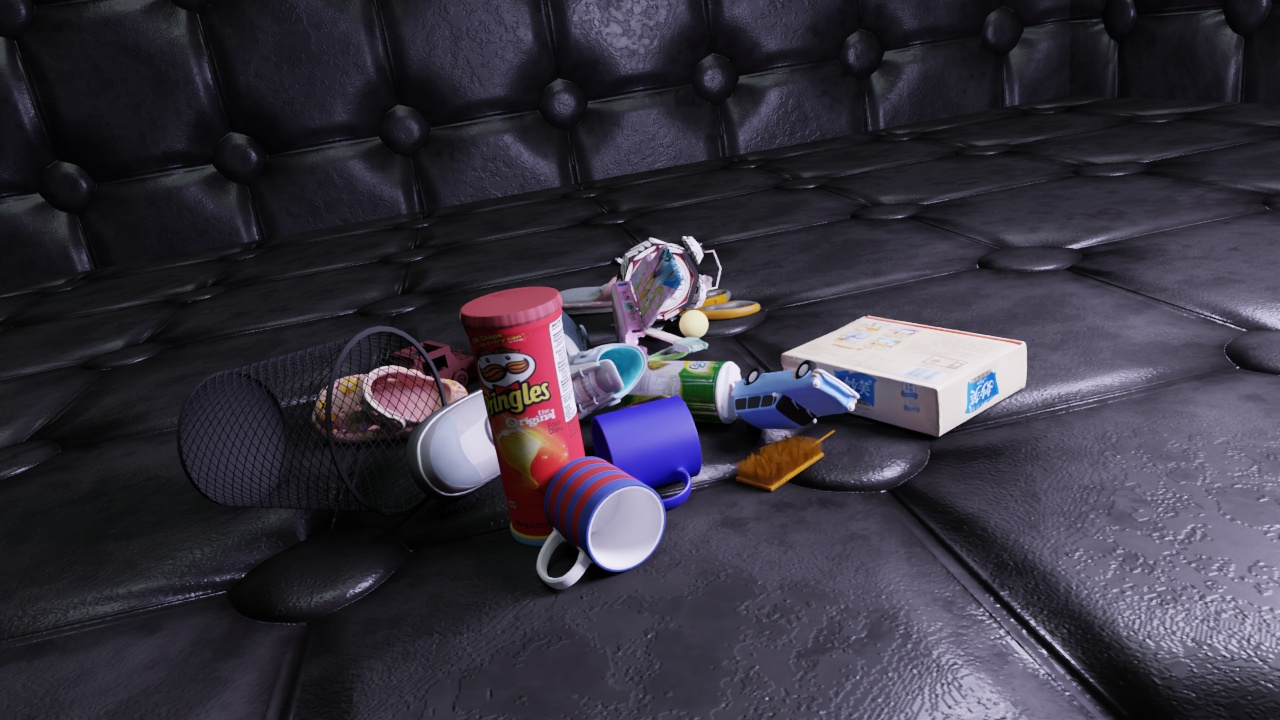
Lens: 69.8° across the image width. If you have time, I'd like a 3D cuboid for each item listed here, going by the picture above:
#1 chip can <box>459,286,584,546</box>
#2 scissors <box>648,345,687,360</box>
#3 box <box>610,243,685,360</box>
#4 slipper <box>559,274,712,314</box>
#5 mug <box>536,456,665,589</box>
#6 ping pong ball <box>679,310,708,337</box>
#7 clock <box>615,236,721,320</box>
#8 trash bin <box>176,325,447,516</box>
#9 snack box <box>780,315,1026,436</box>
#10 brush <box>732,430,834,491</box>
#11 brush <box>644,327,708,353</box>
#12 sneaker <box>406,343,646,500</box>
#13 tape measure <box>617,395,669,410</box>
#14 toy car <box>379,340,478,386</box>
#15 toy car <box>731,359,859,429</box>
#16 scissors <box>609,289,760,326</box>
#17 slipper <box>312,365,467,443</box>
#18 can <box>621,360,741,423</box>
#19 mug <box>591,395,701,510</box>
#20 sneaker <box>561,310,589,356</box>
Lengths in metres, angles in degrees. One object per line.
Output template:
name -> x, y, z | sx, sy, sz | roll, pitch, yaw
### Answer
chip can -> -0.094, 0.049, 0.804 | 0.087, 0.213, 0.087 | -8, 19, 3
scissors -> -0.008, 0.007, 1.200 | 0.171, 0.021, 0.173 | -19, 26, -35
box -> -0.003, -0.065, 1.154 | 0.062, 0.161, 0.230 | 12, 20, -10
slipper -> -0.020, -0.120, 1.501 | 0.274, 0.054, 0.114 | -7, 19, 7
mug -> -0.043, 0.139, 0.760 | 0.111, 0.075, 0.076 | -45, 31, -15
ping pong ball -> 0.074, -0.050, 1.278 | 0.040, 0.040, 0.040 | -8, 19, 3
clock -> 0.042, -0.124, 1.337 | 0.154, 0.115, 0.065 | -10, 20, -10
trash bin -> -0.335, 0.070, 0.931 | 0.210, 0.184, 0.183 | -7, 18, 23
snack box -> 0.278, 0.010, 0.987 | 0.153, 0.055, 0.208 | -22, 22, -33
brush -> 0.147, 0.088, 0.883 | 0.126, 0.017, 0.048 | -25, 25, -39
brush -> 0.037, -0.031, 1.257 | 0.033, 0.012, 0.218 | -12, 12, -17
sneaker -> -0.104, 0.051, 0.928 | 0.161, 0.093, 0.255 | -20, 9, 38
tape measure -> 0.016, 0.063, 0.953 | 0.066, 0.037, 0.064 | -17, -24, 24
toy car -> -0.294, 0.018, 1.219 | 0.169, 0.062, 0.070 | -25, 24, -38
toy car -> 0.148, 0.038, 0.915 | 0.154, 0.056, 0.054 | -11, 50, 62
scissors -> 0.071, -0.069, 1.367 | 0.224, 0.016, 0.175 | -19, 22, -32
slipper -> -0.303, 0.042, 1.092 | 0.197, 0.082, 0.093 | -1, 51, 10
can -> 0.047, 0.034, 1.009 | 0.121, 0.067, 0.067 | 1, 22, 29
mug -> 0.010, 0.092, 0.860 | 0.083, 0.079, 0.111 | -14, 48, -14
sneaker -> -0.105, -0.008, 1.181 | 0.087, 0.089, 0.235 | 17, 22, -32
